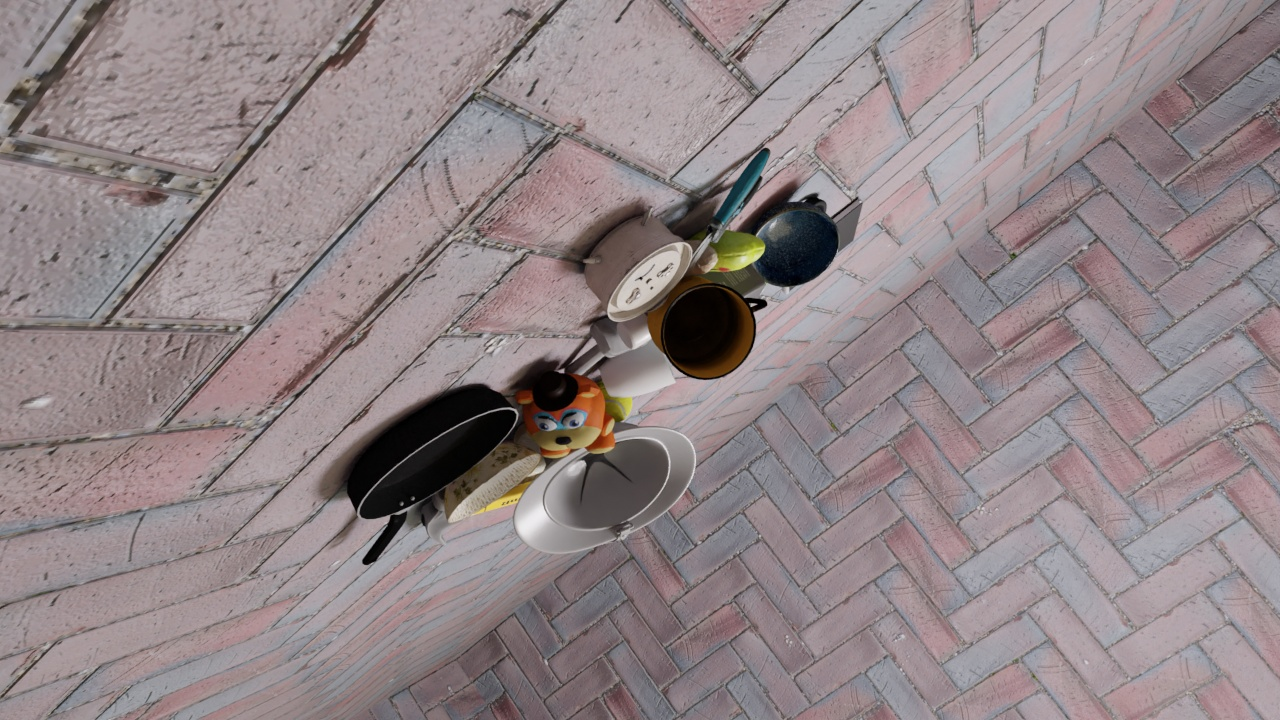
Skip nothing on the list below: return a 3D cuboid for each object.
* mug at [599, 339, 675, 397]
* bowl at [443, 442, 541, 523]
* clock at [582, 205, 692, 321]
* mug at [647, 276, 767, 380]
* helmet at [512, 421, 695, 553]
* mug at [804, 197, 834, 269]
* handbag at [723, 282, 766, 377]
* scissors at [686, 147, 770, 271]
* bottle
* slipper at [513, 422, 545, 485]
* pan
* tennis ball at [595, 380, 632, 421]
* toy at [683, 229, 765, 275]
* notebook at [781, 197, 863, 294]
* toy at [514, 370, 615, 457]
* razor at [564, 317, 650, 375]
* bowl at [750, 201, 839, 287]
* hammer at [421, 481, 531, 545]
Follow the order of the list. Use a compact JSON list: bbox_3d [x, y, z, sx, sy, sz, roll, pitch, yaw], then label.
[{"bbox_3d":[-0.007,0.007,1.257,0.089,0.071,0.107,-21,-162,4],"label":"mug"},{"bbox_3d":[-0.205,0.143,1.187,0.145,0.063,0.145,-36,168,-9],"label":"bowl"},{"bbox_3d":[-0.004,-0.088,0.914,0.103,0.061,0.157,-39,160,-4],"label":"clock"},{"bbox_3d":[0.073,-0.043,0.987,0.123,0.100,0.094,-22,-165,-5],"label":"mug"},{"bbox_3d":[-0.065,0.156,1.298,0.270,0.117,0.183,-21,124,-14],"label":"helmet"},{"bbox_3d":[0.218,-0.164,1.235,0.087,0.078,0.114,-20,133,-54],"label":"mug"},{"bbox_3d":[0.133,-0.064,1.398,0.176,0.074,0.151,-58,166,7],"label":"handbag"},{"bbox_3d":[0.094,-0.159,0.947,0.155,0.019,0.125,-46,167,-53],"label":"scissors"},{"bbox_3d":[0.052,-0.070,1.073,0.173,0.083,0.046,-32,164,-18],"label":"bottle"},{"bbox_3d":[-0.142,0.139,1.363,0.114,0.054,0.273,-30,157,-13],"label":"slipper"},{"bbox_3d":[-0.269,0.145,1.065,0.203,0.044,0.357,-24,162,-47],"label":"pan"},{"bbox_3d":[-0.045,0.060,1.318,0.065,0.065,0.065,-35,167,-9],"label":"tennis ball"},{"bbox_3d":[0.071,-0.115,0.998,0.117,0.043,0.092,-20,-156,-31],"label":"toy"},{"bbox_3d":[0.289,-0.180,1.484,0.149,0.016,0.206,-38,167,2],"label":"notebook"},{"bbox_3d":[-0.092,0.065,1.128,0.112,0.096,0.176,-7,139,8],"label":"toy"},{"bbox_3d":[-0.053,-0.010,1.117,0.116,0.047,0.088,-37,170,37],"label":"razor"},{"bbox_3d":[0.187,-0.155,1.156,0.114,0.060,0.114,-4,128,-5],"label":"bowl"},{"bbox_3d":[-0.166,0.194,1.353,0.323,0.034,0.170,-12,152,-28],"label":"hammer"}]
